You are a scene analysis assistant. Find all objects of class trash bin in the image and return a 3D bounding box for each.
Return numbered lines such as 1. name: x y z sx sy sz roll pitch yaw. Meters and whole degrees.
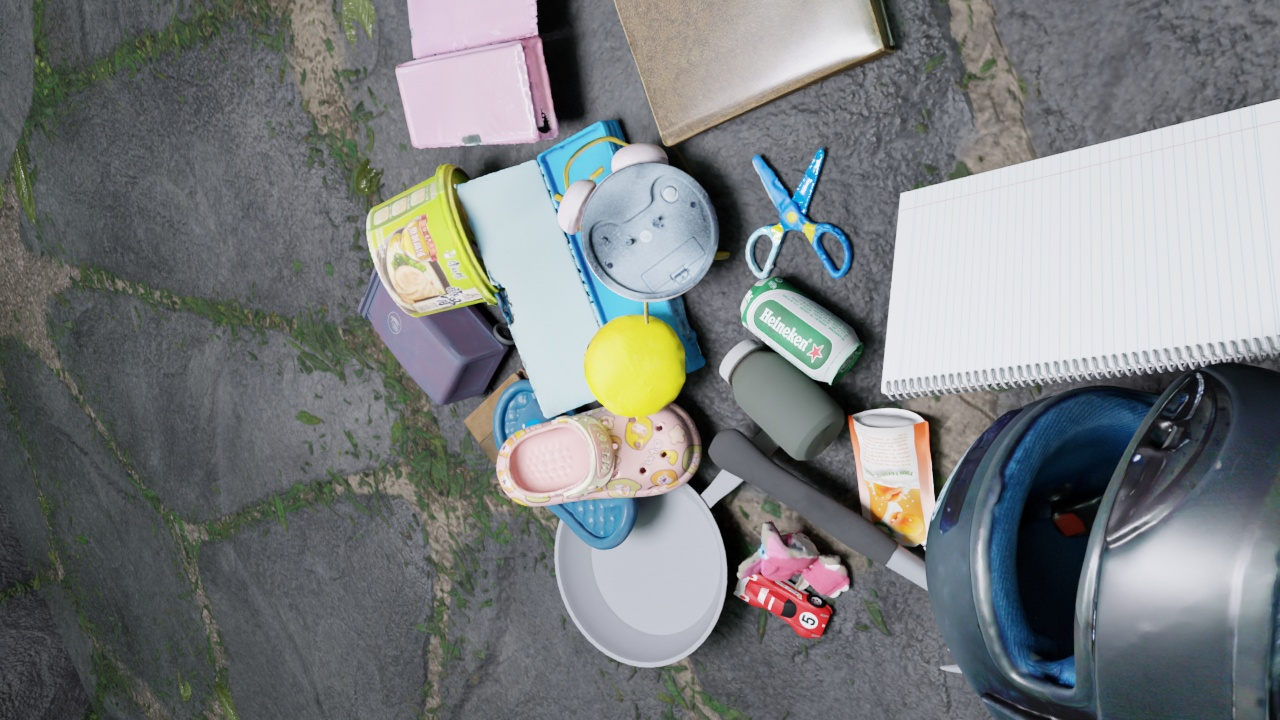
1. trash bin: -0.226 -0.038 1.011 0.161 0.092 0.094 48 127 19

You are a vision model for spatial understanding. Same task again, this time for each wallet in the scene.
1. wallet: -0.138 0.077 1.025 0.121 0.026 0.098 -39 84 37

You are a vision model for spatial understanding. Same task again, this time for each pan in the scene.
1. pan: 0.051 0.150 0.889 0.357 0.050 0.200 -46 66 22

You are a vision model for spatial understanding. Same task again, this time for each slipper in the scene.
1. slipper: -0.087 0.107 0.932 0.213 0.059 0.104 45 111 28
2. slipper: -0.044 0.083 0.851 0.197 0.081 0.093 -9 76 7

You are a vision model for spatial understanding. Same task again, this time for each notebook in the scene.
1. notebook: 0.282 -0.066 0.601 0.246 0.013 0.177 -9 57 38
2. notebook: 0.088 -0.256 0.737 0.216 0.034 0.190 -13 99 39

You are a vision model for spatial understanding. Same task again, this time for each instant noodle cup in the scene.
1. instant noodle cup: -0.202 -0.112 0.916 0.098 0.146 0.146 -19 94 7

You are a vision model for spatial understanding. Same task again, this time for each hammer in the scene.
1. hammer: 0.191 0.154 0.778 0.311 0.029 0.125 32 129 16

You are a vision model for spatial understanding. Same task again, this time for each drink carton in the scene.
1. drink carton: 0.215 0.104 0.772 0.069 0.038 0.122 3 113 36

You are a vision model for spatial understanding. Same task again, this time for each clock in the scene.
1. clock: -0.005 -0.123 0.797 0.117 0.059 0.158 -38 92 -3

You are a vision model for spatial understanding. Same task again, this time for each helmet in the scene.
1. helmet: 0.294 0.128 0.558 0.236 0.248 0.316 16 155 50

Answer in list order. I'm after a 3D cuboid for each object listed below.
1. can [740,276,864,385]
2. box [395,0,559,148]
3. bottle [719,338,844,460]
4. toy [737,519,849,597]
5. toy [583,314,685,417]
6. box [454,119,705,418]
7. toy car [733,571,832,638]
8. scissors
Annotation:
1. can: 0.133 -0.026 0.770 0.101 0.053 0.053 39 125 20
2. box: -0.169 -0.295 0.882 0.233 0.039 0.179 11 112 48
3. bottle: 0.119 0.031 0.785 0.108 0.060 0.060 46 127 28
4. toy: 0.143 0.182 0.840 0.102 0.050 0.066 25 125 -12
5. toy: -0.005 0.005 0.827 0.094 0.041 0.095 20 98 -1
6. box: -0.053 -0.084 0.878 0.170 0.071 0.243 -20 94 11
7. toy car: 0.135 0.230 0.874 0.089 0.025 0.038 29 120 26
8. scissors: 0.126 -0.117 0.773 0.127 0.015 0.125 -33 86 36
